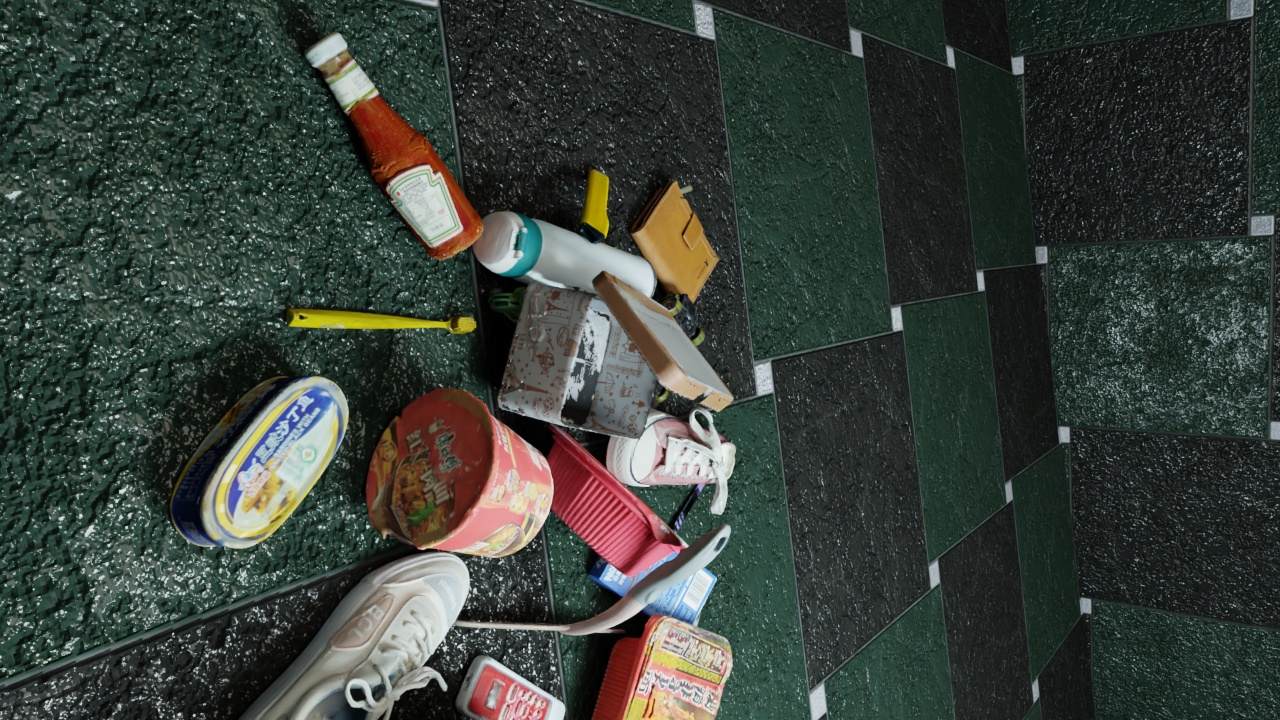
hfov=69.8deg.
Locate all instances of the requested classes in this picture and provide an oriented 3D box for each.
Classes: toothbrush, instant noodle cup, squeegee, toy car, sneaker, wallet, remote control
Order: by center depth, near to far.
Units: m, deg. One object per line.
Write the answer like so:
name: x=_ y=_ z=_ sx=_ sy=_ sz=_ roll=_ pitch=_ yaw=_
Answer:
sneaker: x=-0.208 y=0.240 z=0.733 sx=0.241 sy=0.091 sz=0.089 roll=-45 pitch=121 yaw=-45
instant noodle cup: x=-0.148 y=0.105 z=0.796 sx=0.108 sy=0.138 sz=0.137 roll=37 pitch=58 yaw=-52
toothbrush: x=-0.220 y=-0.034 z=0.805 sx=0.189 sy=0.017 sz=0.015 roll=1 pitch=85 yaw=-51
squeegee: x=-0.011 y=0.221 z=0.865 sx=0.247 sy=0.250 sz=0.040 roll=22 pitch=42 yaw=-48
remote control: x=-0.123 y=0.335 z=0.888 sx=0.136 sy=0.020 sz=0.055 roll=48 pitch=51 yaw=-37
instant noodle cup: x=-0.038 y=0.148 z=0.913 sx=0.065 sy=0.194 sz=0.194 roll=-47 pitch=127 yaw=-9
toy car: x=-0.112 y=-0.054 z=0.921 sx=0.091 sy=0.043 sz=0.036 roll=12 pitch=83 yaw=-52
instant noodle cup: x=0.017 y=0.379 z=1.005 sx=0.164 sy=0.079 sz=0.188 roll=36 pitch=64 yaw=-44
sneaker: x=0.056 y=0.112 z=1.067 sx=0.240 sy=0.088 sz=0.118 roll=16 pitch=86 yaw=-54
toy car: x=0.023 y=-0.011 z=1.087 sx=0.070 sy=0.042 sz=0.157 roll=50 pitch=61 yaw=-37
toothbrush: x=0.051 y=0.194 z=1.125 sx=0.188 sy=0.017 sz=0.014 roll=-51 pitch=125 yaw=-43
wallet: x=0.046 y=-0.146 z=1.143 sx=0.118 sy=0.035 sz=0.131 roll=-56 pitch=129 yaw=-31

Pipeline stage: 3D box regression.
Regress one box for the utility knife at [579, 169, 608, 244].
utility knife: x=-0.048 y=-0.169 z=0.992 sx=0.033 sy=0.015 sz=0.164 roll=35 pitch=30 yaw=-22

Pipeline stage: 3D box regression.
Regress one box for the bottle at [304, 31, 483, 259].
bottle: x=-0.214 y=-0.184 z=0.797 sx=0.206 sy=0.060 sz=0.059 roll=58 pitch=46 yaw=-25

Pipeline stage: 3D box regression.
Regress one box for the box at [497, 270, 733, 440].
box: x=-0.003 y=0.005 z=0.900 sx=0.182 sy=0.181 sz=0.153 roll=20 pitch=85 yaw=-62

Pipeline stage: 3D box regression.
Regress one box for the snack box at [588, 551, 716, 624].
snack box: x=0.016 y=0.245 z=1.041 sx=0.157 sy=0.026 sz=0.084 roll=44 pitch=66 yaw=-32

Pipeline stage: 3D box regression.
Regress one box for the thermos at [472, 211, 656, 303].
thermos: x=-0.077 y=-0.100 z=0.950 sx=0.224 sy=0.073 sz=0.073 roll=13 pitch=76 yaw=-52

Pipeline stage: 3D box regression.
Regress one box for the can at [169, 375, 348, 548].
can: x=-0.283 y=0.074 z=0.690 sx=0.074 sy=0.049 sz=0.147 roll=54 pitch=48 yaw=-32

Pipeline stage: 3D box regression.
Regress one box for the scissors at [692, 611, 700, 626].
scissors: x=0.057 y=0.353 z=1.117 sx=0.159 sy=0.014 sz=0.175 roll=33 pitch=62 yaw=-45
